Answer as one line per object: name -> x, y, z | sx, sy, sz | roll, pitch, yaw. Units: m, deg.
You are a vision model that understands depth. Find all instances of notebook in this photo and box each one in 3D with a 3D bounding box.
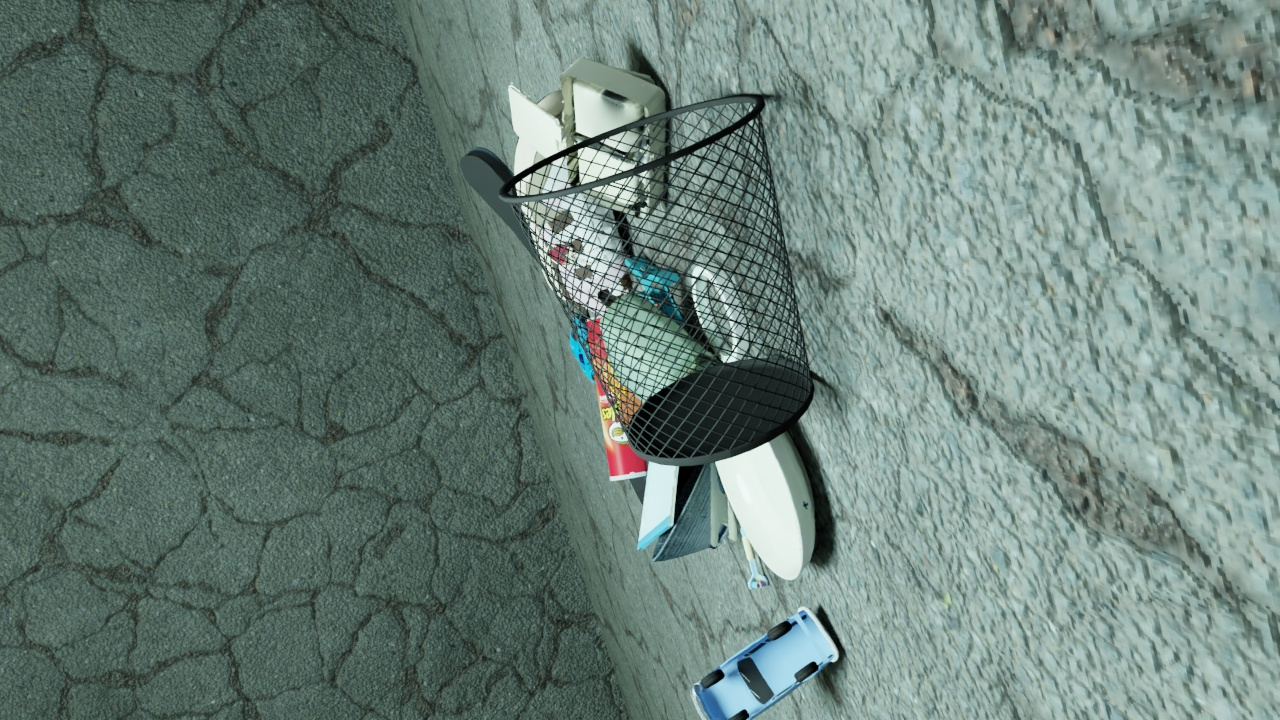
notebook -> 0.026, 0.119, 1.064 | 0.254, 0.009, 0.180 | 113, 166, -72

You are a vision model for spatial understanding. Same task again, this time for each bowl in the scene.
bowl -> 0.068, 0.168, 0.993 | 0.057, 0.136, 0.137 | 27, 162, 2

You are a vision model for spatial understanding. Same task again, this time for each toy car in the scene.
toy car -> 0.117, 0.291, 0.858 | 0.056, 0.154, 0.054 | 56, -160, 23
toy car -> -0.079, -0.013, 1.297 | 0.048, 0.032, 0.105 | -132, 25, -54

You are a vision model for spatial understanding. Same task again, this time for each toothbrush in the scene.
toothbrush -> 0.108, 0.171, 0.965 | 0.016, 0.022, 0.155 | -88, -17, -78

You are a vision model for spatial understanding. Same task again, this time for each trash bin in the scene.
trash bin -> 0.025, -0.052, 0.647 | 0.210, 0.184, 0.184 | 70, 169, -22

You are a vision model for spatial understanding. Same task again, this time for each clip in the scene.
clip -> 0.085, 0.150, 0.925 | 0.059, 0.052, 0.101 | 59, -154, -44
clip -> 0.023, -0.057, 0.977 | 0.120, 0.030, 0.130 | 68, 168, -9

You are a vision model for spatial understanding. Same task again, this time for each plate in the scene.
plate -> 0.110, 0.102, 0.811 | 0.182, 0.034, 0.182 | 160, 90, -78

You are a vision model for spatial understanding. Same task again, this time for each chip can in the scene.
chip can -> -0.031, 0.048, 1.208 | 0.052, 0.051, 0.214 | 148, 113, -77

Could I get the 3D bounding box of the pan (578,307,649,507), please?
pan -> -0.025, 0.061, 1.328 | 0.225, 0.034, 0.356 | 173, 78, -77

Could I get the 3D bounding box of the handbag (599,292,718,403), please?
handbag -> 0.025, 0.003, 0.893 | 0.122, 0.067, 0.106 | 42, 163, 35

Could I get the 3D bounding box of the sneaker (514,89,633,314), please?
sneaker -> -0.059, -0.159, 1.043 | 0.116, 0.111, 0.294 | 36, 148, 31

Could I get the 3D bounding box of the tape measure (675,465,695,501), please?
tape measure -> 0.055, 0.146, 1.100 | 0.071, 0.042, 0.072 | -133, 29, -69

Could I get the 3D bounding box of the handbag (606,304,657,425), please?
handbag -> -0.006, 0.007, 1.097 | 0.172, 0.060, 0.108 | 114, 152, -72

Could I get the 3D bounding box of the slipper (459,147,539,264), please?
slipper -> -0.122, -0.195, 1.230 | 0.265, 0.083, 0.109 | 49, 156, -24

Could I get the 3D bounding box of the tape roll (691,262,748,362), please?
tape roll -> 0.071, -0.042, 0.819 | 0.093, 0.013, 0.093 | 160, 90, -77

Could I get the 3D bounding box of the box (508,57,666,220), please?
box -> -0.057, -0.223, 0.854 | 0.184, 0.044, 0.144 | 27, 149, 16
